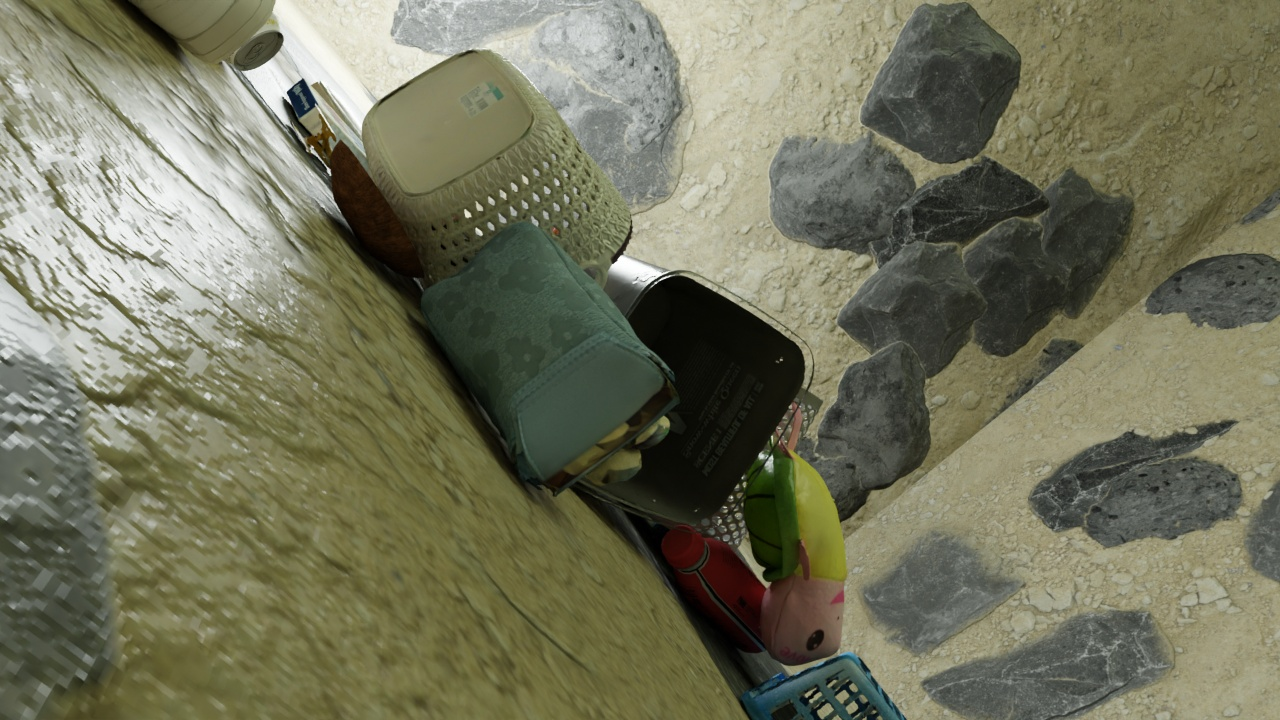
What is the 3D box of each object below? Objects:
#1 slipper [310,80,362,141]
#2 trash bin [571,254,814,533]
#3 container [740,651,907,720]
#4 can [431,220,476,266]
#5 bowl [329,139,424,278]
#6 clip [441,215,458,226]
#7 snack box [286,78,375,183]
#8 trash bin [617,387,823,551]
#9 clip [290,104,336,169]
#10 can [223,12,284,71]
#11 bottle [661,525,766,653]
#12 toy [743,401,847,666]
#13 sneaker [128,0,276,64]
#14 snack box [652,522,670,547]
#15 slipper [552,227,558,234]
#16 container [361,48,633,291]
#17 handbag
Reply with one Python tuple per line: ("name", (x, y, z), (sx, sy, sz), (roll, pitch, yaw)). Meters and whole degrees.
("slipper", (-0.291, -0.226, 1.105), (0.272, 0.054, 0.114), (50, 5, -23))
("trash bin", (-0.005, 0.005, 0.832), (0.197, 0.197, 0.220), (28, 5, -32))
("container", (0.220, 0.369, 0.812), (0.257, 0.089, 0.362), (50, 0, 20))
("can", (-0.214, -0.136, 1.025), (0.137, 0.054, 0.054), (51, 0, 21))
("bowl", (-0.199, -0.104, 0.669), (0.114, 0.026, 0.102), (54, -15, 11))
("clip", (-0.227, -0.196, 0.907), (0.164, 0.173, 0.030), (-11, 51, -37))
("snack box", (-0.289, -0.207, 0.920), (0.150, 0.026, 0.082), (52, 0, -45))
("trash bin", (0.077, 0.088, 0.958), (0.156, 0.183, 0.156), (28, 0, 0))
("clip", (-0.277, -0.188, 0.784), (0.048, 0.046, 0.054), (4, 34, -42))
("can", (-0.328, -0.280, 0.712), (0.101, 0.055, 0.055), (51, 0, -3))
("bottle", (0.075, 0.212, 0.862), (0.176, 0.062, 0.062), (51, 0, -39))
("toy", (0.141, 0.157, 0.844), (0.190, 0.088, 0.238), (-2, 86, -78))
("sneaker", (-0.332, -0.299, 0.589), (0.236, 0.090, 0.104), (55, 7, 24))
("snack box", (0.050, 0.208, 1.019), (0.082, 0.027, 0.150), (50, 0, 2))
("slipper", (-0.134, -0.092, 0.929), (0.059, 0.103, 0.249), (30, -15, -10))
("container", (-0.127, -0.147, 0.763), (0.251, 0.184, 0.143), (56, -5, 44))
("handbag", (-0.061, 0.005, 0.630), (0.192, 0.121, 0.119), (46, -7, 33))
